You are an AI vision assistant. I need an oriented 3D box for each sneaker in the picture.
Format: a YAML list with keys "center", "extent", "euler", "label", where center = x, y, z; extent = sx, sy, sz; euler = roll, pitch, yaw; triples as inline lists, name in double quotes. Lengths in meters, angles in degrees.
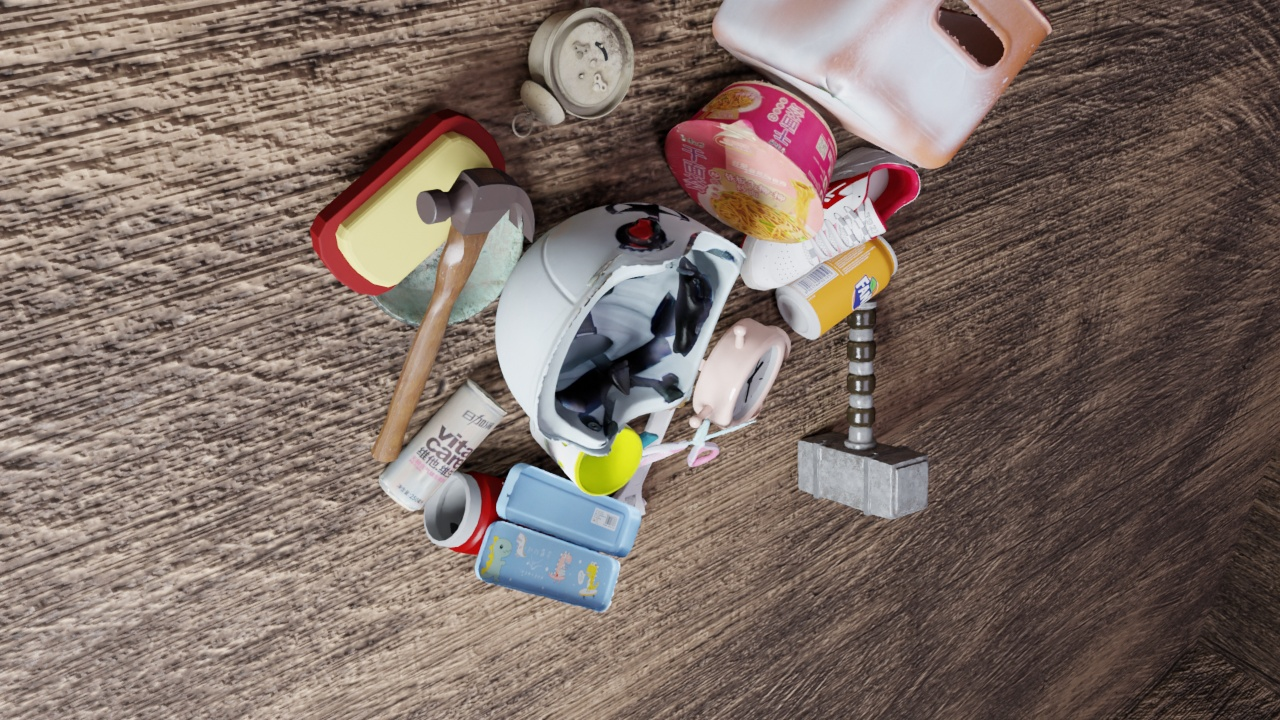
- center: [0.224, -0.157, 1.050]
  extent: [0.236, 0.104, 0.090]
  euler: [-36, 121, -16]
  label: "sneaker"

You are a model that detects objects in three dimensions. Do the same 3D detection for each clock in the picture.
- center: [0.111, 0.012, 1.095]
  extent: [0.160, 0.086, 0.131]
  euler: [4, 114, -58]
  label: "clock"
- center: [-0.068, -0.253, 0.816]
  extent: [0.140, 0.055, 0.093]
  euler: [-51, 134, -11]
  label: "clock"

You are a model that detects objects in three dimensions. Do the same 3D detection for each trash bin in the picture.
- center: [0.205, -0.301, 0.839]
  extent: [0.181, 0.259, 0.157]
  euler: [25, 105, -35]
  label: "trash bin"

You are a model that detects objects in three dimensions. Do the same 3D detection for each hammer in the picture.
- center: [-0.182, -0.028, 0.807]
  extent: [0.115, 0.033, 0.324]
  euler: [-18, 145, -48]
  label: "hammer"
- center: [0.294, 0.039, 1.225]
  extent: [0.079, 0.177, 0.326]
  euler: [-9, 102, -33]
  label: "hammer"

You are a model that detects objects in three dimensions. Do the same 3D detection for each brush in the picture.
- center: [-0.185, -0.127, 0.754]
  extent: [0.173, 0.042, 0.082]
  euler: [-44, 133, -8]
  label: "brush"

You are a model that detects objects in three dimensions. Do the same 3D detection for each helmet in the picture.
- center: [-0.040, -0.048, 0.871]
  extent: [0.263, 0.164, 0.237]
  euler: [-26, 143, -43]
  label: "helmet"

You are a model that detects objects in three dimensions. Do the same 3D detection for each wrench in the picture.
- center: [0.011, 0.102, 1.114]
  extent: [0.066, 0.018, 0.274]
  euler: [10, 108, -40]
  label: "wrench"

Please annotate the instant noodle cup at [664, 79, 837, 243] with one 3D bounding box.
- center: [0.119, -0.203, 0.920]
  extent: [0.077, 0.179, 0.178]
  euler: [-58, 136, -16]
  label: "instant noodle cup"

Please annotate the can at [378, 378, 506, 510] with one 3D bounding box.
- center: [-0.198, 0.085, 0.919]
  extent: [0.135, 0.054, 0.054]
  euler: [-47, 134, -4]
  label: "can"

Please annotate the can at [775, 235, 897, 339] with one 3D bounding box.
- center: [0.240, -0.094, 1.126]
  extent: [0.142, 0.079, 0.079]
  euler: [-35, 132, -15]
  label: "can"

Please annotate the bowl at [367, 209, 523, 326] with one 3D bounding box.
- center: [-0.183, -0.109, 0.824]
  extent: [0.157, 0.038, 0.158]
  euler: [-18, 125, -28]
  label: "bowl"

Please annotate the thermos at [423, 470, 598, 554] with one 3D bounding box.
- center: [-0.142, 0.181, 1.008]
  extent: [0.108, 0.083, 0.198]
  euler: [-34, 144, 30]
  label: "thermos"

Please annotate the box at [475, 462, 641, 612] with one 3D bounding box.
- center: [-0.084, 0.194, 0.984]
  extent: [0.208, 0.021, 0.125]
  euler: [31, 78, -45]
  label: "box"

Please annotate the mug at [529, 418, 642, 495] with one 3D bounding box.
- center: [-0.060, 0.083, 0.986]
  extent: [0.082, 0.106, 0.083]
  euler: [-19, 126, -28]
  label: "mug"

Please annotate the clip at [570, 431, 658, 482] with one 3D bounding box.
- center: [-0.041, 0.100, 1.060]
  extent: [0.027, 0.104, 0.120]
  euler: [25, 106, -40]
  label: "clip"

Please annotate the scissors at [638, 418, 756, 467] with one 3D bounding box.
- center: [0.049, 0.102, 1.071]
  extent: [0.173, 0.013, 0.171]
  euler: [-11, 160, -9]
  label: "scissors"
